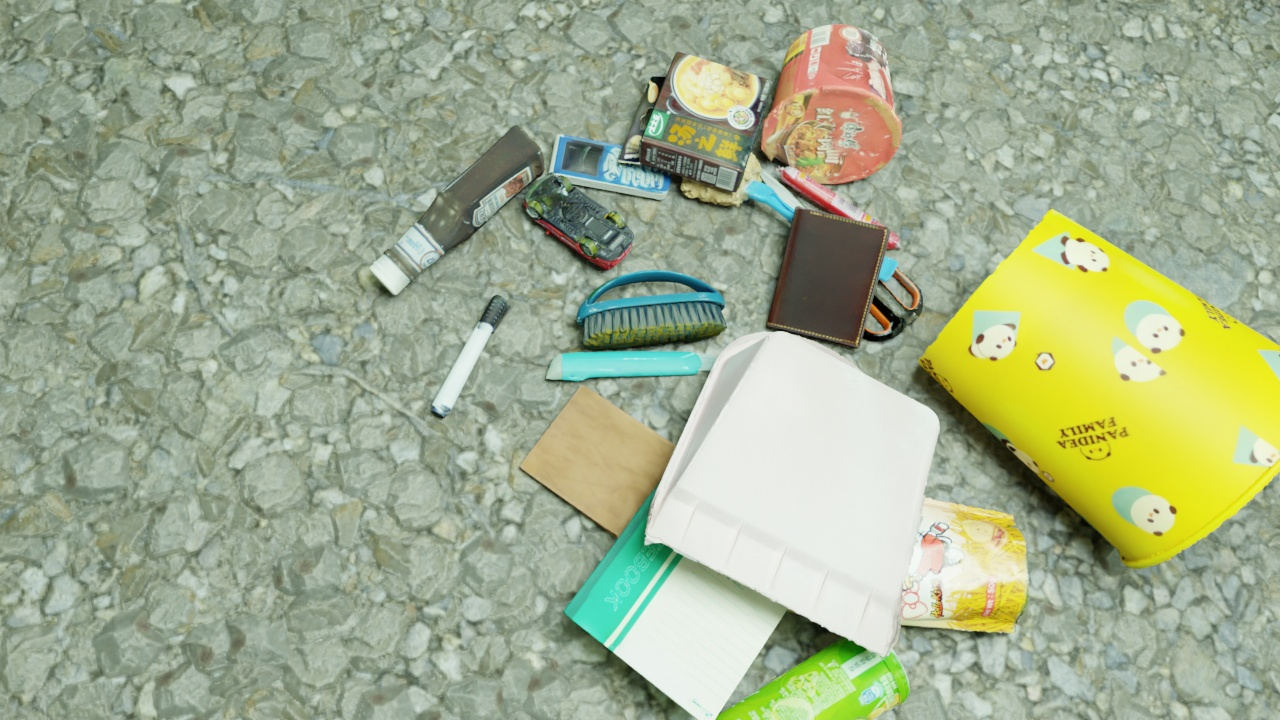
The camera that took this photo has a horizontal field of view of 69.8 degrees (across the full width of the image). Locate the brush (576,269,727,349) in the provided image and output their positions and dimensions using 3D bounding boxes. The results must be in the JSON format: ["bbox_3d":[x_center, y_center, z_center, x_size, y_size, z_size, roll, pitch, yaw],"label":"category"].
[{"bbox_3d":[0.009,-0.051,0.877,0.143,0.055,0.073,-7,72,-9],"label":"brush"}]

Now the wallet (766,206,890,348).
[{"bbox_3d":[0.184,-0.081,0.899,0.096,0.020,0.122,14,95,1],"label":"wallet"}]

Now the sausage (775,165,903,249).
[{"bbox_3d":[0.207,-0.159,0.953,0.156,0.020,0.020,33,70,0],"label":"sausage"}]

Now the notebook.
[{"bbox_3d":[0.057,0.172,0.769,0.150,0.012,0.208,37,70,4],"label":"notebook"}]

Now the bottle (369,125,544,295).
[{"bbox_3d":[-0.174,-0.140,0.876,0.044,0.080,0.194,45,80,5],"label":"bottle"}]

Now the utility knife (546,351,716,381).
[{"bbox_3d":[-0.005,0.005,0.879,0.171,0.013,0.029,-1,73,-10],"label":"utility knife"}]

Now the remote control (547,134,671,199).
[{"bbox_3d":[-0.031,-0.197,0.941,0.125,0.024,0.049,11,69,-4],"label":"remote control"}]

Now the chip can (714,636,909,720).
[{"bbox_3d":[0.118,0.300,0.756,0.221,0.073,0.072,-26,75,-14],"label":"chip can"}]

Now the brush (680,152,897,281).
[{"bbox_3d":[0.144,-0.154,0.929,0.255,0.046,0.083,33,72,8],"label":"brush"}]

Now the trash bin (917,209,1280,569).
[{"bbox_3d":[0.410,0.013,0.821,0.255,0.230,0.229,42,71,14],"label":"trash bin"}]

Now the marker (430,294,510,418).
[{"bbox_3d":[-0.158,-0.004,0.861,0.022,0.018,0.130,27,69,-7],"label":"marker"}]

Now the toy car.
[{"bbox_3d":[-0.062,-0.135,0.904,0.120,0.045,0.052,39,69,15],"label":"toy car"}]

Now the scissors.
[{"bbox_3d":[0.184,-0.110,0.936,0.235,0.022,0.124,32,70,5],"label":"scissors"}]

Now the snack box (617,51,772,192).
[{"bbox_3d":[0.054,-0.238,0.912,0.125,0.053,0.113,18,70,3],"label":"snack box"}]

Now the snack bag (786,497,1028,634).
[{"bbox_3d":[0.232,0.177,0.825,0.208,0.073,0.128,8,70,4],"label":"snack bag"}]

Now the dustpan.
[{"bbox_3d":[0.141,0.093,0.805,0.222,0.139,0.273,30,73,-3],"label":"dustpan"}]

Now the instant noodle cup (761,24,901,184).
[{"bbox_3d":[0.198,-0.266,0.939,0.138,0.138,0.108,11,61,-3],"label":"instant noodle cup"}]

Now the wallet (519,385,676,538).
[{"bbox_3d":[-0.036,0.091,0.841,0.115,0.020,0.101,35,71,10],"label":"wallet"}]
